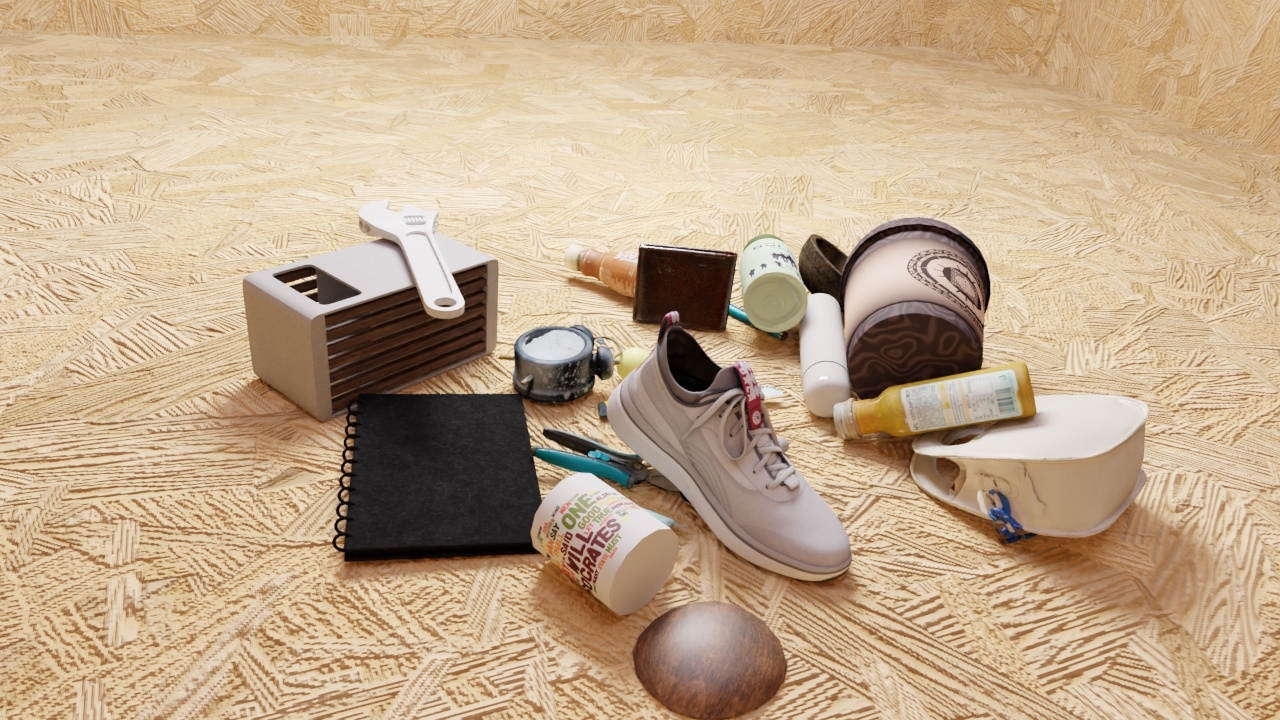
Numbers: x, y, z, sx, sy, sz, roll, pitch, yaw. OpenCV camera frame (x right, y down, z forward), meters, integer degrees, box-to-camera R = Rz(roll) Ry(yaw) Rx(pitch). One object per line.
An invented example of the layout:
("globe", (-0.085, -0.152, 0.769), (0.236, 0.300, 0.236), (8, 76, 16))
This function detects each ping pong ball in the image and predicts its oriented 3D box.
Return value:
("ping pong ball", (-0.006, 0.006, 0.996), (0.040, 0.040, 0.040), (5, 29, -3))

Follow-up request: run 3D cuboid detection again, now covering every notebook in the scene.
("notebook", (-0.180, 0.095, 0.823), (0.169, 0.019, 0.231), (0, 29, -14))

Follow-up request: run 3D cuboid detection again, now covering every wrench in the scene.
("wrench", (-0.235, -0.109, 0.943), (0.086, 0.018, 0.273), (-6, 32, -20))

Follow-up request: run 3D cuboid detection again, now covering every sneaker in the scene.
("sneaker", (0.087, 0.072, 0.784), (0.263, 0.129, 0.096), (42, 44, 23))

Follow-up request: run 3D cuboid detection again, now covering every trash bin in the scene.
("trash bin", (-0.273, -0.046, 0.960), (0.114, 0.115, 0.228), (26, 35, 32))

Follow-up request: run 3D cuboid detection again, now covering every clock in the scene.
("clock", (-0.079, 0.000, 0.975), (0.129, 0.052, 0.090), (-15, 35, -27))

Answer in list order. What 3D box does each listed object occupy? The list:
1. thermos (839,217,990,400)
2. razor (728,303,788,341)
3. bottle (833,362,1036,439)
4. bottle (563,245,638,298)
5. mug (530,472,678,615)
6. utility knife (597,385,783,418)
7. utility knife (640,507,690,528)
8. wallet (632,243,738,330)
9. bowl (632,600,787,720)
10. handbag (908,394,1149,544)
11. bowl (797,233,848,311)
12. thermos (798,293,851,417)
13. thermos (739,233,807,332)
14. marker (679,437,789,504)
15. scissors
("thermos", (0.302, -0.044, 1.016), (0.173, 0.173, 0.225), (12, 31, 10))
("razor", (0.130, -0.060, 1.165), (0.042, 0.022, 0.144), (-3, 31, -47))
("bottle", (0.286, 0.045, 0.902), (0.186, 0.053, 0.053), (-13, 21, 25))
("bottle", (-0.021, -0.114, 1.191), (0.167, 0.059, 0.059), (18, 31, 21))
("mug", (-0.019, 0.142, 0.724), (0.089, 0.073, 0.105), (29, 11, 36))
("utility knife", (0.055, 0.042, 0.965), (0.206, 0.018, 0.030), (-8, 37, -14))
("utility knife", (-0.013, 0.129, 0.799), (0.120, 0.015, 0.022), (17, -1, 17))
("wallet", (0.053, -0.089, 1.120), (0.120, 0.099, 0.031), (7, 22, 1))
("bowl", (0.052, 0.205, 0.660), (0.114, 0.026, 0.102), (-15, 35, -33))
("handbag", (0.364, 0.097, 0.877), (0.200, 0.093, 0.200), (-21, 19, -40))
("bowl", (0.252, -0.105, 1.215), (0.121, 0.056, 0.121), (33, 26, -19))
("thermos", (0.210, -0.009, 1.052), (0.052, 0.052, 0.223), (8, 29, 4))
("thermos", (0.168, -0.104, 1.179), (0.082, 0.082, 0.231), (7, 20, 2))
("marker", (0.092, 0.102, 0.867), (0.140, 0.016, 0.016), (-20, 38, -39))
("scissors", (-0.031, 0.096, 0.845), (0.147, 0.019, 0.132), (-8, 36, -36))
